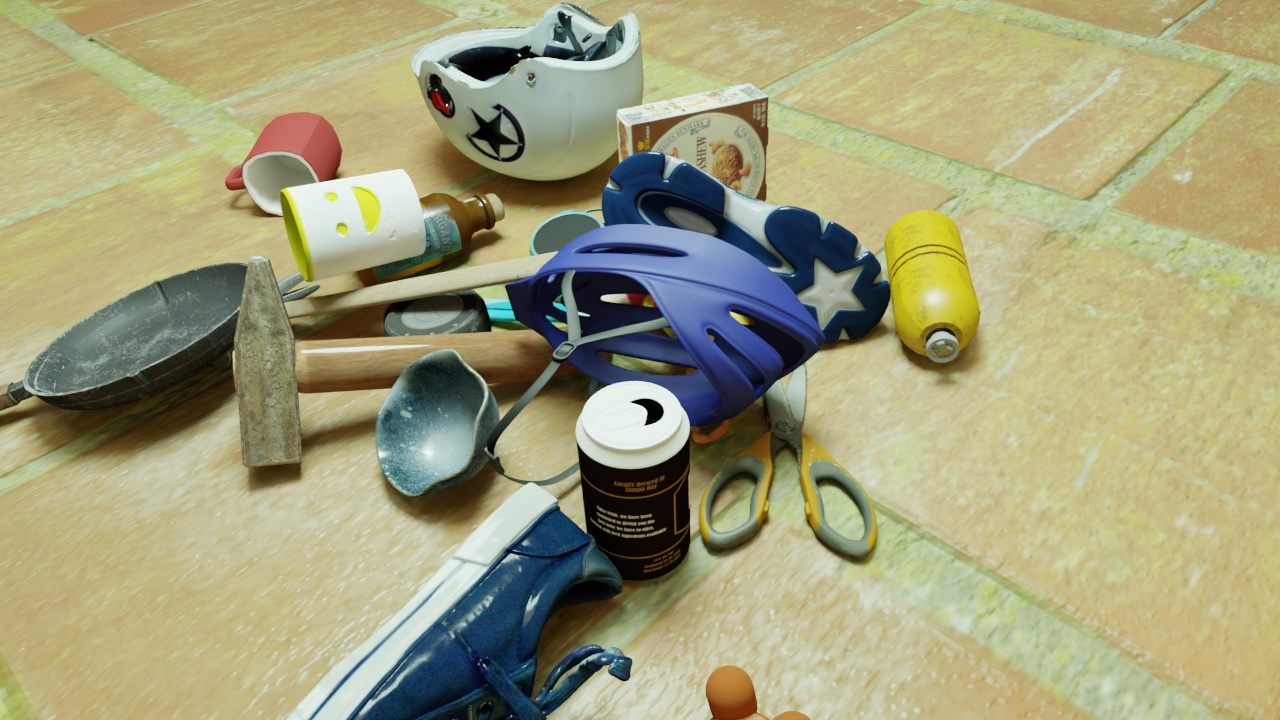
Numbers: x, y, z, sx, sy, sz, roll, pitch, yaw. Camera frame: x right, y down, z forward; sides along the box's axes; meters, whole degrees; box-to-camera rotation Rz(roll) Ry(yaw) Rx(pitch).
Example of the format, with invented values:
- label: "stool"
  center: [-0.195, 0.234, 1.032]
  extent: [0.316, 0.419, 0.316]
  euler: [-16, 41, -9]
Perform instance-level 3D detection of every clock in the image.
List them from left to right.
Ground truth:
- label: "clock"
  center: [-0.180, -0.029, 0.814]
  extent: [0.091, 0.044, 0.123]
  euler: [-23, 38, -16]
- label: "clock"
  center: [-0.058, -0.111, 0.894]
  extent: [0.090, 0.053, 0.124]
  euler: [14, 54, 21]

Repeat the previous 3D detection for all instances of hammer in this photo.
- label: "hammer"
  center: [-0.223, -0.061, 0.806]
  extent: [0.332, 0.031, 0.119]
  euler: [-9, 33, 19]
- label: "hammer"
  center: [-0.165, -0.008, 0.741]
  extent: [0.300, 0.158, 0.037]
  euler: [-3, 9, -20]

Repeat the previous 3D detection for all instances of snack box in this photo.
- label: "snack box"
  center: [0.053, -0.189, 0.915]
  extent: [0.147, 0.143, 0.041]
  euler: [-15, 39, -14]

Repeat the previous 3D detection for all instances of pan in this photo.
- label: "pan"
  center: [-0.486, 0.012, 0.776]
  extent: [0.356, 0.040, 0.207]
  euler: [-25, 32, -9]

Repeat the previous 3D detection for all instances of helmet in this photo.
- label: "helmet"
  center: [-0.123, -0.293, 1.037]
  extent: [0.264, 0.164, 0.235]
  euler: [13, 38, 28]
- label: "helmet"
  center: [-0.004, 0.004, 0.670]
  extent: [0.242, 0.148, 0.227]
  euler: [16, 55, 20]

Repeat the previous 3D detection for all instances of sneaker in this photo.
- label: "sneaker"
  center: [-0.105, 0.198, 0.511]
  extent: [0.127, 0.121, 0.293]
  euler: [38, 49, 10]
- label: "sneaker"
  center: [0.096, -0.110, 0.825]
  extent: [0.269, 0.103, 0.132]
  euler: [25, 18, -6]

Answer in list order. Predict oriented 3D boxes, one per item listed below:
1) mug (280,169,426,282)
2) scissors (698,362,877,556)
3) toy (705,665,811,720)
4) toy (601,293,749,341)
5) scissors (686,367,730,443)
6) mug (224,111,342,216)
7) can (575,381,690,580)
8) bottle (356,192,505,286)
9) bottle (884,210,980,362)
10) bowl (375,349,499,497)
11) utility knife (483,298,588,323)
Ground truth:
- label: "mug"
  center: [-0.255, -0.122, 0.818]
  extent: [0.106, 0.083, 0.082]
  euler: [-18, 42, -25]
- label: "scissors"
  center: [0.099, 0.066, 0.705]
  extent: [0.166, 0.016, 0.225]
  euler: [-7, 39, -5]
- label: "toy"
  center: [0.035, 0.231, 0.477]
  extent: [0.095, 0.065, 0.127]
  euler: [25, 52, 27]
- label: "toy"
  center: [0.032, -0.051, 0.817]
  extent: [0.137, 0.067, 0.105]
  euler: [21, 30, 18]
- label: "scissors"
  center: [0.035, 0.024, 0.765]
  extent: [0.084, 0.012, 0.132]
  euler: [-1, 35, 6]
- label: "mug"
  center: [-0.406, -0.220, 1.033]
  extent: [0.116, 0.080, 0.096]
  euler: [-8, 40, 5]
- label: "can"
  center: [-0.003, 0.082, 0.604]
  extent: [0.072, 0.129, 0.071]
  euler: [-2, 40, 1]
- label: "bottle"
  center: [-0.211, -0.130, 0.920]
  extent: [0.156, 0.068, 0.068]
  euler: [-26, 45, -25]
- label: "bottle"
  center: [0.257, -0.060, 0.805]
  extent: [0.071, 0.071, 0.163]
  euler: [3, 40, 7]
- label: "bowl"
  center: [-0.144, 0.052, 0.693]
  extent: [0.111, 0.055, 0.110]
  euler: [-13, 66, 30]
- label: "utility knife"
  center: [-0.085, -0.045, 0.824]
  extent: [0.158, 0.015, 0.022]
  euler: [2, 78, 27]
